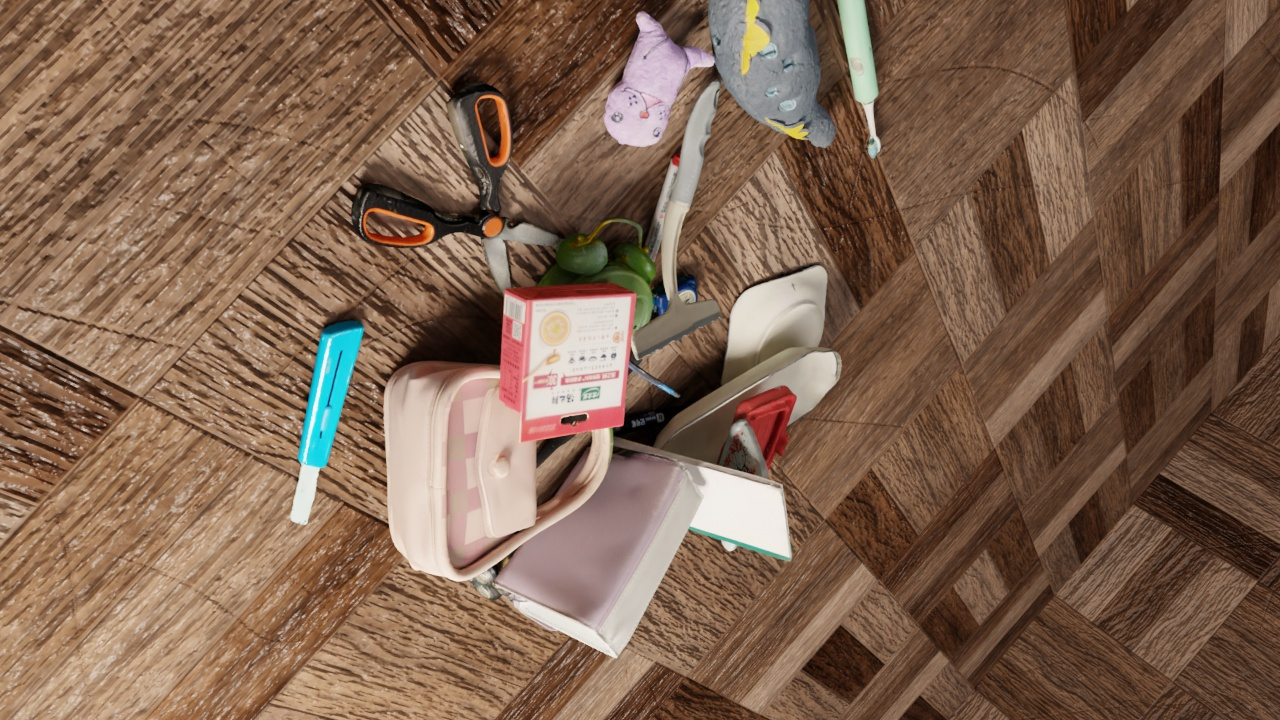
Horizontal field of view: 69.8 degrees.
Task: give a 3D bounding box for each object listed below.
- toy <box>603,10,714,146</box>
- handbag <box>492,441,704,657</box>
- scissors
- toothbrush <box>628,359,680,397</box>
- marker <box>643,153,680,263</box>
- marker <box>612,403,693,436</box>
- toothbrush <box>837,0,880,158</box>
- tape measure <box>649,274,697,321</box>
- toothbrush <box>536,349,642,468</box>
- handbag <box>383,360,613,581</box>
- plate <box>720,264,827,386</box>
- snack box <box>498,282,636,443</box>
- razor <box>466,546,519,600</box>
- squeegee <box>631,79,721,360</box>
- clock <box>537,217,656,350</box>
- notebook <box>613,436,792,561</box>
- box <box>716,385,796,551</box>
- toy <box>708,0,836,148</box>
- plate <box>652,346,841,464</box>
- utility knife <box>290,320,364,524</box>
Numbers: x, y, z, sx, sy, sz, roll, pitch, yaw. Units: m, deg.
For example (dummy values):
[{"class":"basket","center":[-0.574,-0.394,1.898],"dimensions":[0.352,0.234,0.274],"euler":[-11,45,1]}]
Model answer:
[{"class":"toy","center":[0.010,-0.240,0.813],"dimensions":[0.083,0.039,0.108],"euler":[20,105,-26]},{"class":"handbag","center":[-0.042,0.193,0.971],"dimensions":[0.196,0.145,0.098],"euler":[-57,145,-24]},{"class":"scissors","center":[-0.144,-0.128,0.779],"dimensions":[0.230,0.022,0.221],"euler":[-17,134,-35]},{"class":"toothbrush","center":[-0.005,0.005,0.920],"dimensions":[0.189,0.014,0.016],"euler":[32,81,-53]},{"class":"marker","center":[0.018,-0.135,0.919],"dimensions":[0.017,0.017,0.145],"euler":[-3,121,-41]},{"class":"marker","center":[0.014,0.069,1.065],"dimensions":[0.131,0.020,0.022],"euler":[-9,154,-39]},{"class":"toothbrush","center":[0.237,-0.308,0.979],"dimensions":[0.027,0.026,0.224],"euler":[-58,144,-25]},{"class":"tape measure","center":[0.035,-0.062,0.981],"dimensions":[0.058,0.025,0.055],"euler":[-27,136,-29]},{"class":"toothbrush","center":[-0.077,0.070,0.981],"dimensions":[0.026,0.027,0.212],"euler":[42,90,-5]},{"class":"handbag","center":[-0.122,0.090,0.872],"dimensions":[0.233,0.093,0.193],"euler":[-7,104,-43]},{"class":"plate","center":[0.173,-0.028,1.124],"dimensions":[0.164,0.034,0.164],"euler":[-20,131,-30]},{"class":"snack box","center":[-0.065,-0.001,0.809],"dimensions":[0.113,0.044,0.127],"euler":[-6,110,-37]},{"class":"razor","center":[-0.124,0.221,1.030],"dimensions":[0.167,0.062,0.067],"euler":[-8,92,-44]},{"class":"squeegee","center":[0.042,-0.144,0.882],"dimensions":[0.245,0.039,0.247],"euler":[-28,128,-64]},{"class":"clock","center":[-0.043,-0.063,0.881],"dimensions":[0.116,0.056,0.161],"euler":[3,120,-46]},{"class":"notebook","center":[0.068,0.159,1.045],"dimensions":[0.012,0.209,0.150],"euler":[-59,150,-33]},{"class":"box","center":[0.137,0.134,1.088],"dimensions":[0.112,0.099,0.202],"euler":[-20,148,-21]},{"class":"toy","center":[0.119,-0.310,0.826],"dimensions":[0.137,0.091,0.357],"euler":[-47,143,-23]},{"class":"plate","center":[0.122,0.061,1.104],"dimensions":[0.265,0.034,0.162],"euler":[-31,150,-3]},{"class":"utility knife","center":[-0.278,0.060,0.799],"dimensions":[0.034,0.018,0.210],"euler":[-1,121,-42]}]
